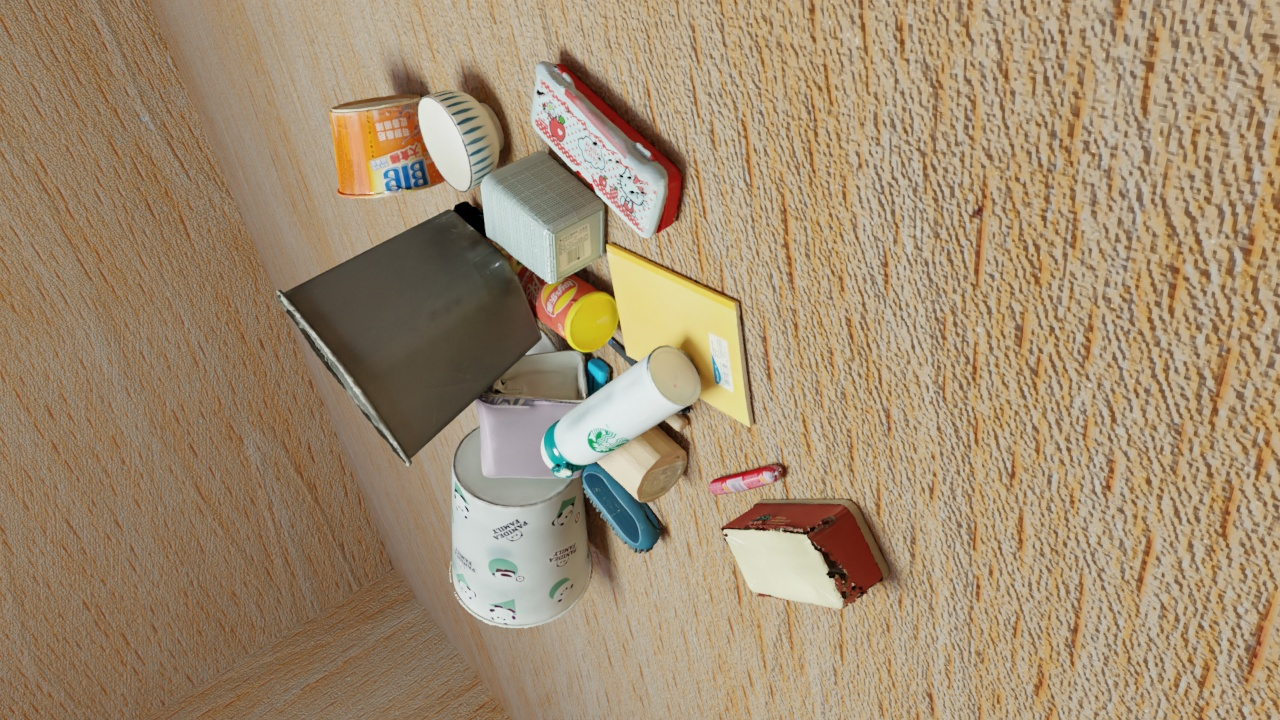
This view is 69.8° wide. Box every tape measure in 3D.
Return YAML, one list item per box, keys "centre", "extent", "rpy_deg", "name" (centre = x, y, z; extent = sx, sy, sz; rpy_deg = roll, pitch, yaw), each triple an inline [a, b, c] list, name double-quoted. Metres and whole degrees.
- centre: [-0.226, -0.179, 1.236]
  extent: [0.057, 0.039, 0.058]
  rpy_deg: [45, 145, 29]
  name: "tape measure"

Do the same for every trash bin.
- centre: [-0.182, 0.235, 1.387]
  extent: [0.229, 0.229, 0.252]
  rpy_deg: [41, 142, 35]
  name: "trash bin"
- centre: [-0.255, -0.039, 1.053]
  extent: [0.198, 0.219, 0.199]
  rpy_deg: [39, 159, 34]
  name: "trash bin"

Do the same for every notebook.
- centre: [0.037, -0.029, 0.946]
  extent: [0.206, 0.010, 0.146]
  rpy_deg: [30, 141, 46]
  name: "notebook"

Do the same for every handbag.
- centre: [-0.143, 0.074, 1.207]
  extent: [0.197, 0.145, 0.098]
  rpy_deg: [97, 165, -54]
  name: "handbag"

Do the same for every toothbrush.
- centre: [-0.006, 0.006, 1.055]
  extent: [0.189, 0.016, 0.014]
  rpy_deg: [42, 143, 35]
  name: "toothbrush"

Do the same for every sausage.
- centre: [0.109, 0.127, 0.964]
  extent: [0.020, 0.020, 0.156]
  rpy_deg: [60, 154, 1]
  name: "sausage"

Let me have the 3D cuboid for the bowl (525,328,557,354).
- centre: [-0.157, 0.016, 1.279]
  extent: [0.118, 0.064, 0.118]
  rpy_deg: [42, 148, 33]
  name: "bowl"

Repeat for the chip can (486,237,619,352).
- centre: [-0.115, -0.087, 1.093]
  extent: [0.217, 0.073, 0.073]
  rpy_deg: [36, 145, 42]
  name: "chip can"

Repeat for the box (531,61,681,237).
- centre: [-0.040, -0.203, 0.867]
  extent: [0.201, 0.047, 0.087]
  rpy_deg: [48, 151, 26]
  name: "box"

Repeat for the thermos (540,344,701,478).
- centre: [-0.031, 0.063, 0.985]
  extent: [0.225, 0.073, 0.073]
  rpy_deg: [-36, 84, 44]
  name: "thermos"

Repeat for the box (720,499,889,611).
- centre: [0.149, 0.191, 0.892]
  extent: [0.091, 0.077, 0.169]
  rpy_deg: [63, 155, -4]
  name: "box"

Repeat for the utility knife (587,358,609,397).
- centre: [-0.058, 0.060, 1.199]
  extent: [0.034, 0.018, 0.186]
  rpy_deg: [46, 152, 26]
  name: "utility knife"

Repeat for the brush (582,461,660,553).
- centre: [-0.026, 0.191, 1.231]
  extent: [0.144, 0.055, 0.074]
  rpy_deg: [50, 154, 22]
  name: "brush"

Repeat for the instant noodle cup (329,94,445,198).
- centre: [-0.340, -0.287, 1.219]
  extent: [0.151, 0.151, 0.111]
  rpy_deg: [25, 129, 51]
  name: "instant noodle cup"

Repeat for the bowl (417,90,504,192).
- centre: [-0.203, -0.264, 1.077]
  extent: [0.116, 0.066, 0.117]
  rpy_deg: [42, 149, 32]
  name: "bowl"

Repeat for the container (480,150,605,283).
- centre: [-0.100, -0.151, 0.983]
  extent: [0.111, 0.090, 0.090]
  rpy_deg: [40, 148, 30]
  name: "container"

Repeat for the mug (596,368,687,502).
- centre: [0.000, 0.089, 1.072]
  extent: [0.103, 0.084, 0.125]
  rpy_deg: [41, 122, 32]
  name: "mug"
